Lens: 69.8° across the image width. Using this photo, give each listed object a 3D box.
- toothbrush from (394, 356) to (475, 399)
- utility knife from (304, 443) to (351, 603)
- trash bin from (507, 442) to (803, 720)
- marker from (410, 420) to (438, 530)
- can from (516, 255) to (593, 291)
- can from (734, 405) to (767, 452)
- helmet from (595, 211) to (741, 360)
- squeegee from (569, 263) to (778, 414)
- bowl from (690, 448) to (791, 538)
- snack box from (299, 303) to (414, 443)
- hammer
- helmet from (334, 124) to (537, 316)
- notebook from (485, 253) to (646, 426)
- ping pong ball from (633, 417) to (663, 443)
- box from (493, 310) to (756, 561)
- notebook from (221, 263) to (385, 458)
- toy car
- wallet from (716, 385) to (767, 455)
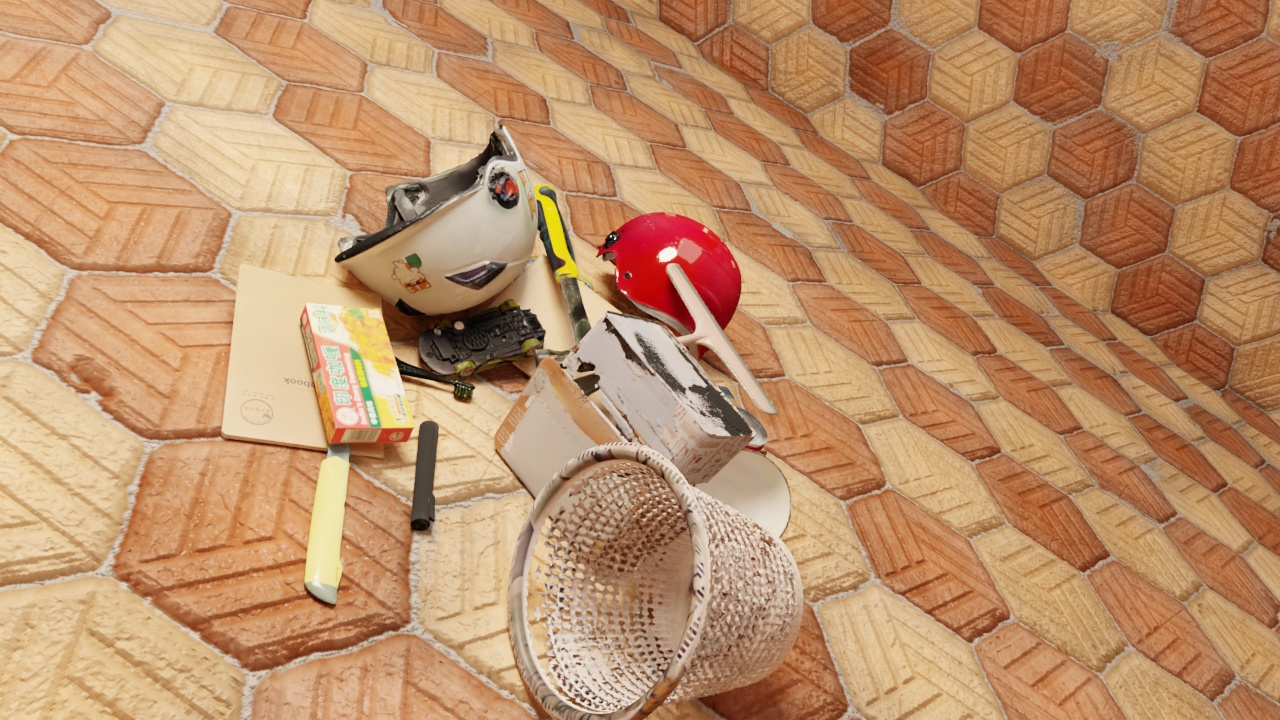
[{"bbox_3d":[-0.275,0.002,0.963,0.212,0.026,0.027,20,61,-22],"label":"toothbrush"},{"bbox_3d":[-0.267,0.120,0.798,0.031,0.021,0.206,17,42,-25],"label":"utility knife"},{"bbox_3d":[0.028,0.200,0.791,0.192,0.228,0.227,21,30,-42],"label":"trash bin"},{"bbox_3d":[-0.205,0.107,0.876,0.020,0.022,0.131,57,13,-37],"label":"marker"},{"bbox_3d":[-0.116,-0.080,1.194,0.102,0.057,0.083,24,34,-13],"label":"can"},{"bbox_3d":[0.098,0.108,1.079,0.066,0.094,0.066,23,31,-15],"label":"can"},{"bbox_3d":[0.050,-0.128,1.279,0.207,0.144,0.240,39,9,-33],"label":"helmet"},{"bbox_3d":[-0.006,0.006,1.060,0.249,0.040,0.247,-23,60,-14],"label":"squeegee"},{"bbox_3d":[0.102,0.157,1.018,0.116,0.116,0.066,26,-13,-10],"label":"bowl"},{"bbox_3d":[-0.276,0.011,0.891,0.077,0.027,0.155,2,48,-37],"label":"snack box"},{"bbox_3d":[-0.089,-0.109,1.115,0.126,0.032,0.322,-8,48,-12],"label":"hammer"},{"bbox_3d":[-0.214,-0.139,1.067,0.157,0.230,0.273,57,23,-25],"label":"helmet"},{"bbox_3d":[-0.082,-0.024,1.117,0.211,0.012,0.149,37,58,4],"label":"notebook"},{"bbox_3d":[0.012,0.085,1.086,0.040,0.040,0.040,23,32,-15],"label":"ping pong ball"},{"bbox_3d":[-0.021,0.082,0.945,0.183,0.194,0.156,51,21,24],"label":"box"},{"bbox_3d":[-0.324,-0.002,0.900,0.147,0.008,0.207,12,47,-30],"label":"notebook"},{"bbox_3d":[-0.180,-0.022,1.049,0.157,0.042,0.070,-18,67,-34],"label":"toy car"},{"bbox_3d":[0.104,0.082,1.185,0.090,0.033,0.115,2,43,-37],"label":"wallet"}]
